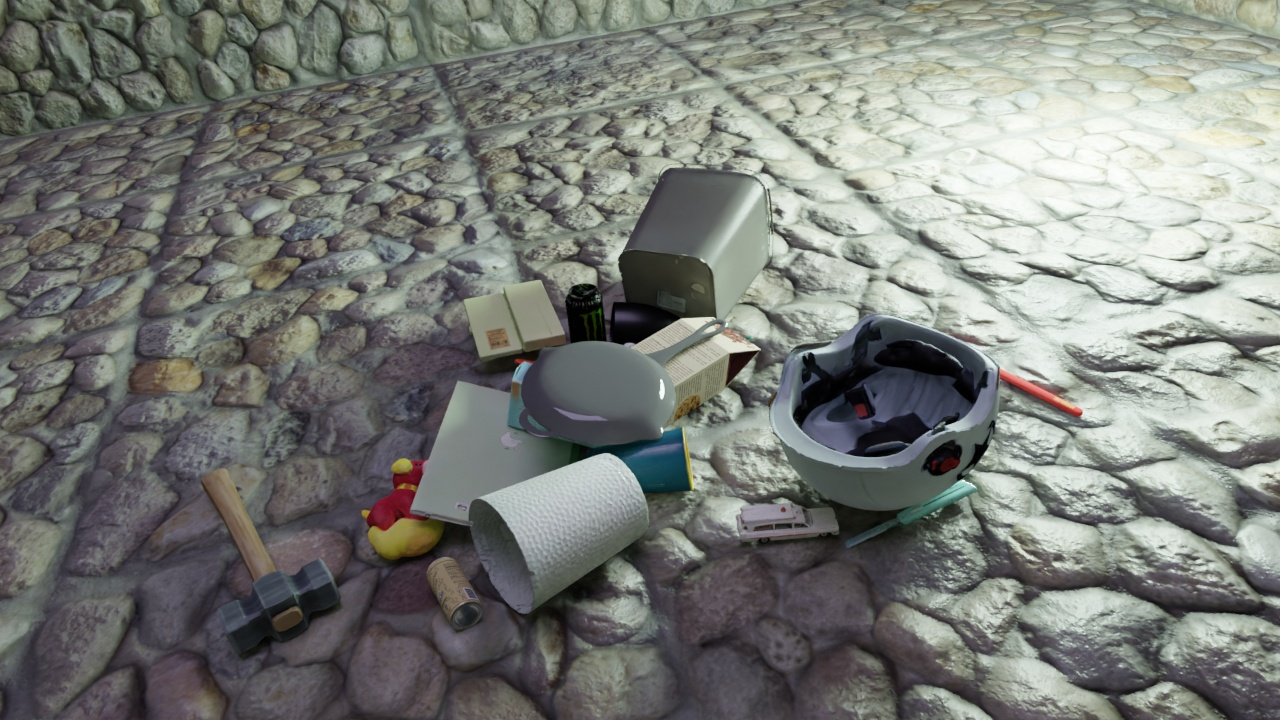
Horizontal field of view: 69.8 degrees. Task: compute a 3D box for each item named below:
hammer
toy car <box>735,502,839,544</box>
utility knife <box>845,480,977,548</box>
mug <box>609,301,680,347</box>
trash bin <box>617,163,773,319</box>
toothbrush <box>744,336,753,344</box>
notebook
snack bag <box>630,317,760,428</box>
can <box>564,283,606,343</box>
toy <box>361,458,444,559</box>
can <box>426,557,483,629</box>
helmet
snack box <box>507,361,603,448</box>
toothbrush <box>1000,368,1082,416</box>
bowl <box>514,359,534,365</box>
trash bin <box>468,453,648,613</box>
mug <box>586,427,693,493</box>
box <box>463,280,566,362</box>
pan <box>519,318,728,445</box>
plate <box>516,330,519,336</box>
[{"bbox_3d":[-0.466,0.216,1.090,0.117,0.051,0.323,-26,36,-26],"label":"hammer"},{"bbox_3d":[0.166,0.180,1.038,0.113,0.039,0.039,-5,34,2],"label":"toy car"},{"bbox_3d":[0.307,0.178,1.046,0.177,0.016,0.022,-22,38,-16],"label":"utility knife"},{"bbox_3d":[0.008,-0.032,1.342,0.100,0.085,0.118,4,35,-6],"label":"mug"},{"bbox_3d":[0.084,-0.168,1.447,0.198,0.198,0.219,9,44,22],"label":"trash bin"},{"bbox_3d":[0.079,-0.005,1.347,0.189,0.016,0.017,-15,39,-11],"label":"toothbrush"},{"bbox_3d":[-0.169,0.122,1.155,0.182,0.010,0.252,13,34,-6],"label":"notebook"},{"bbox_3d":[0.063,0.005,1.272,0.205,0.070,0.094,-30,51,-31],"label":"snack bag"},{"bbox_3d":[-0.076,-0.041,1.317,0.054,0.138,0.053,-3,34,2],"label":"can"},{"bbox_3d":[-0.284,0.180,1.103,0.105,0.067,0.137,-2,46,2],"label":"toy"},{"bbox_3d":[-0.203,0.251,0.996,0.038,0.038,0.079,-22,37,-22],"label":"can"},{"bbox_3d":[0.279,0.080,1.059,0.263,0.164,0.237,-33,38,-24],"label":"helmet"},{"bbox_3d":[-0.083,0.063,1.187,0.175,0.075,0.053,15,34,5],"label":"snack box"},{"bbox_3d":[0.500,0.020,1.238,0.012,0.018,0.212,-25,38,-25],"label":"toothbrush"},{"bbox_3d":[-0.114,0.034,1.265,0.130,0.045,0.130,12,2,-1],"label":"bowl"},{"bbox_3d":[-0.085,0.180,1.009,0.161,0.133,0.133,-23,37,-31],"label":"trash bin"},{"bbox_3d":[-0.001,0.129,1.117,0.121,0.078,0.078,-9,34,5],"label":"mug"},{"bbox_3d":[-0.200,-0.064,1.430,0.137,0.024,0.187,-15,35,-8],"label":"box"},{"bbox_3d":[-0.006,0.007,1.178,0.353,0.024,0.216,-28,49,-36],"label":"pan"},{"bbox_3d":[-0.193,-0.043,1.440,0.104,0.026,0.104,-4,34,2],"label":"plate"}]
